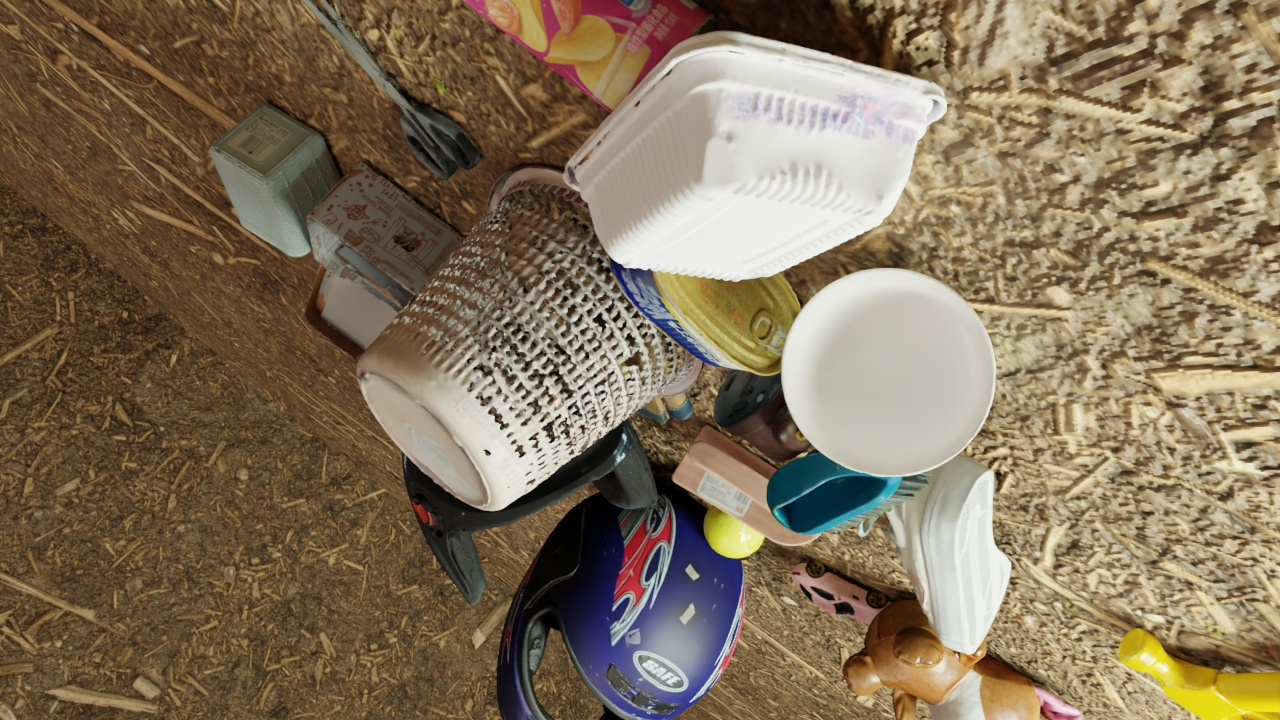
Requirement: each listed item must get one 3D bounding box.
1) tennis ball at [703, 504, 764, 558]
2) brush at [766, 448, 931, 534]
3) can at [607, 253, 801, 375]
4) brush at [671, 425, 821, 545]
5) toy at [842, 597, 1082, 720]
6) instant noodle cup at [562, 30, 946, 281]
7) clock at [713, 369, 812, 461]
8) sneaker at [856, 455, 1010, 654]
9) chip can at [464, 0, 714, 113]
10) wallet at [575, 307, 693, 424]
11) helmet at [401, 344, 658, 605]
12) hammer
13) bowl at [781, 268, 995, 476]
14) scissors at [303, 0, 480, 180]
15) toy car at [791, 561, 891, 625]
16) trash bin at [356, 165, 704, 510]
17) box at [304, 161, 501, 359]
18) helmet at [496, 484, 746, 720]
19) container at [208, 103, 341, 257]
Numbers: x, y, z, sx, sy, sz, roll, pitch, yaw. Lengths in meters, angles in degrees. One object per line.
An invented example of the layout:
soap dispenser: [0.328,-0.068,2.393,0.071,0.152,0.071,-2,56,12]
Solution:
tennis ball: [0.099,0.175,0.967,0.065,0.065,0.066,31,157,14]
brush: [0.128,0.081,0.618,0.073,0.055,0.144,2,156,-21]
can: [0.044,-0.045,0.595,0.148,0.074,0.049,38,162,-35]
brush: [0.105,0.123,0.858,0.145,0.063,0.073,32,168,10]
toy: [0.311,0.325,0.898,0.199,0.130,0.141,32,139,-8]
instant noodle cup: [0.048,-0.086,0.453,0.138,0.060,0.174,5,167,-23]
clock: [0.104,0.027,0.650,0.055,0.082,0.122,39,159,-18]
sneaker: [0.221,0.145,0.702,0.091,0.089,0.242,21,153,38]
chip can: [-0.066,-0.205,0.456,0.210,0.071,0.072,37,158,-2]
wallet: [-0.005,0.005,0.833,0.090,0.033,0.115,20,149,37]
helmet: [-0.123,0.094,0.918,0.230,0.233,0.275,60,159,4]
hammer: [0.442,0.204,0.568,0.129,0.032,0.301,34,158,4]
bowl: [0.149,0.005,0.545,0.118,0.118,0.064,29,-164,19]
scissors: [-0.188,-0.209,0.707,0.156,0.014,0.169,29,154,23]
toy car: [0.219,0.258,0.993,0.122,0.037,0.056,22,155,30]
trash bin: [-0.095,-0.002,0.699,0.227,0.191,0.228,33,150,22]
box: [-0.258,-0.066,0.960,0.178,0.105,0.261,37,157,-2]
helmet: [-0.011,0.289,1.026,0.247,0.314,0.241,37,146,-19]
container: [-0.354,-0.180,0.906,0.090,0.089,0.112,31,153,14]
